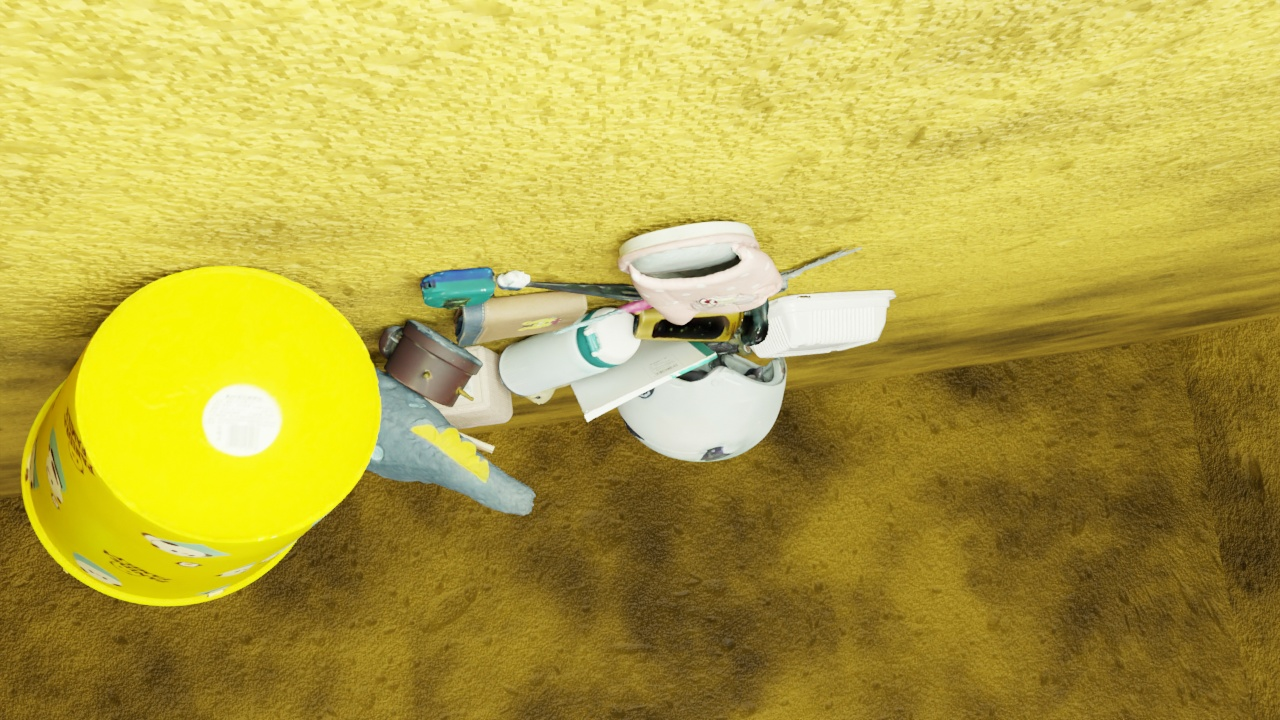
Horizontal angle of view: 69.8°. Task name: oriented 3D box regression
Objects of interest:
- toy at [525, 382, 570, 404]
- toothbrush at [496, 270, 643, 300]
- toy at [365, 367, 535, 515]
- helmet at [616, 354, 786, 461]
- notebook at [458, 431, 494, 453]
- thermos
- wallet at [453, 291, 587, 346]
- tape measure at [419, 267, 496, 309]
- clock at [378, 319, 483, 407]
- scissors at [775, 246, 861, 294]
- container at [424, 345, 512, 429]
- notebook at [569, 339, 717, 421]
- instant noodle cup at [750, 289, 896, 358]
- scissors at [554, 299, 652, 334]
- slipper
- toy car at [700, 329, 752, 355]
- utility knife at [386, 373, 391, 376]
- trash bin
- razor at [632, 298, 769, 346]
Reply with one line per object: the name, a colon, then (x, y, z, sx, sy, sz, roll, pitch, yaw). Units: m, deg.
toy: (-0.087, 0.009, 1.176, 0.157, 0.066, 0.105, -18, -162, -12)
toothbrush: (-0.052, -0.064, 0.794, 0.018, 0.015, 0.180, -24, 165, 36)
toy: (-0.263, 0.059, 0.897, 0.357, 0.091, 0.138, 20, 161, 30)
helmet: (0.076, 0.065, 1.296, 0.259, 0.146, 0.228, 3, -173, 29)
notebook: (-0.298, 0.063, 1.108, 0.211, 0.012, 0.150, 30, 164, -36)
thermos: (-0.078, -0.010, 1.017, 0.073, 0.073, 0.225, -4, 172, -34)
wallet: (-0.113, -0.042, 0.851, 0.115, 0.033, 0.090, -10, 174, -18)
tape measure: (-0.143, -0.054, 0.717, 0.058, 0.025, 0.055, -6, 172, -14)
clock: (-0.204, 0.000, 0.880, 0.082, 0.055, 0.122, 31, 178, -42)
scissors: (0.136, -0.081, 0.877, 0.142, 0.014, 0.173, -9, 174, 4)
container: (-0.215, 0.032, 1.127, 0.090, 0.090, 0.111, -8, 171, 3)
notebook: (-0.006, 0.006, 1.023, 0.150, 0.012, 0.209, -25, -166, -4)
instant noodle cup: (0.214, -0.042, 1.122, 0.173, 0.060, 0.138, -6, 173, -26)
scissors: (-0.023, -0.045, 0.866, 0.135, 0.017, 0.064, -21, -172, -35)
slipper: (0.059, -0.063, 0.754, 0.114, 0.054, 0.274, -9, 174, 15)
toy car: (0.131, -0.026, 1.223, 0.070, 0.042, 0.157, -8, 179, 30)
utility knife: (-0.396, 0.033, 1.225, 0.202, 0.018, 0.034, -7, 174, 1)
trash bin: (-0.322, 0.058, 0.684, 0.229, 0.229, 0.256, -3, 167, -36)
razor: (0.065, -0.039, 0.951, 0.167, 0.062, 0.067, -3, -148, -31)
